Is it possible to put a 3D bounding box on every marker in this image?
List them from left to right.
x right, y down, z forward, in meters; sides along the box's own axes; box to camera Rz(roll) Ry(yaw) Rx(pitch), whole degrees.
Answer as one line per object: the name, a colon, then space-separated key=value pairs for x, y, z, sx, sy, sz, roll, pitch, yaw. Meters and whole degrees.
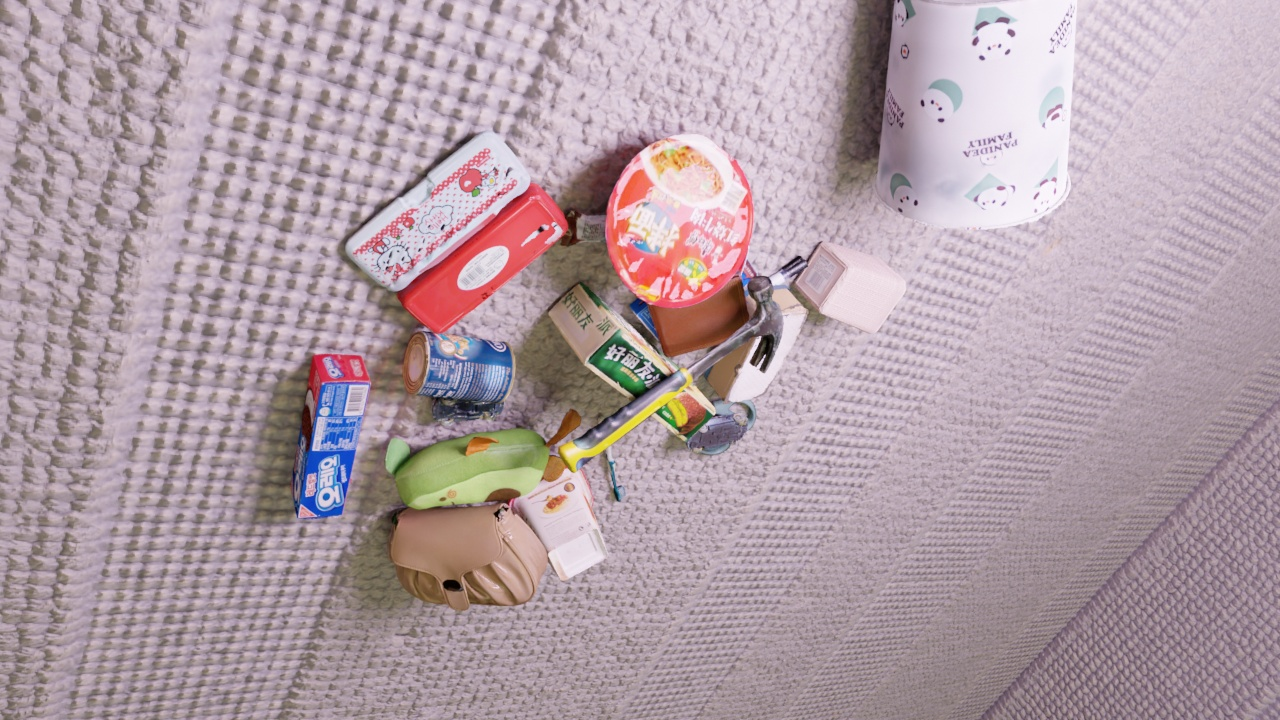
marker: x=0.169 y=-0.102 z=1.244 sx=0.130 sy=0.018 sz=0.022 roll=-31 pitch=113 yaw=-5

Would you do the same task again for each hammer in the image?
hammer: x=0.042 y=0.031 z=1.105 sx=0.323 sy=0.032 sz=0.126 roll=-35 pitch=134 yaw=-11

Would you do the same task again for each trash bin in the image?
trash bin: x=0.387 y=-0.316 z=1.053 sx=0.229 sy=0.229 sz=0.252 roll=-22 pitch=129 yaw=-14

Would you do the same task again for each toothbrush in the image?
toothbrush: x=-0.041 y=0.144 z=1.331 sx=0.018 sy=0.016 sz=0.192 roll=-30 pitch=138 yaw=-20

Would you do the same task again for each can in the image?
can: x=-0.212 y=0.008 z=1.064 sx=0.111 sy=0.075 sz=0.075 roll=8 pitch=122 yaw=-35

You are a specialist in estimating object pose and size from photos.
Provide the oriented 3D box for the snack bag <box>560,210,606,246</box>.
snack bag: x=-0.041 y=-0.153 z=1.063 sx=0.105 sy=0.026 sz=0.045 roll=-6 pitch=130 yaw=-27

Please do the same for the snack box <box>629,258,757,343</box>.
snack box: x=0.070 y=-0.090 z=1.185 sx=0.157 sy=0.026 sz=0.084 roll=-39 pitch=135 yaw=4

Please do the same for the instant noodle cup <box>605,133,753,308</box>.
instant noodle cup: x=0.034 y=-0.160 z=1.047 sx=0.193 sy=0.066 sz=0.194 roll=-9 pitch=109 yaw=-26

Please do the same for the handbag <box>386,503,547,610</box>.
handbag: x=-0.231 y=0.259 z=1.199 sx=0.205 sy=0.099 sz=0.148 roll=-6 pitch=122 yaw=20

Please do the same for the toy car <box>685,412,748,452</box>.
toy car: x=0.110 y=0.104 z=1.349 sx=0.105 sy=0.031 sz=0.049 roll=-10 pitch=130 yaw=-27

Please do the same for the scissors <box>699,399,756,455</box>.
scissors: x=0.096 y=0.092 z=1.367 sx=0.179 sy=0.019 sz=0.139 roll=25 pitch=112 yaw=-44

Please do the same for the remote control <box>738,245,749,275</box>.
remote control: x=0.067 y=-0.133 z=1.125 sx=0.136 sy=0.020 sz=0.056 roll=10 pitch=112 yaw=-20

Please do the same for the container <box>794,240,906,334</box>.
container: x=0.285 y=-0.103 z=1.264 sx=0.110 sy=0.090 sz=0.090 roll=14 pitch=119 yaw=-36

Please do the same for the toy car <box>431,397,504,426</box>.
toy car: x=-0.213 y=0.053 z=1.132 sx=0.090 sy=0.034 sz=0.043 roll=-8 pitch=133 yaw=-24

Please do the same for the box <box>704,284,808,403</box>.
box: x=0.159 y=-0.025 z=1.260 sx=0.089 sy=0.059 sz=0.185 roll=-7 pitch=135 yaw=-35

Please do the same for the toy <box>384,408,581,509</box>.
toy: x=-0.196 y=0.135 z=1.168 sx=0.246 sy=0.090 sz=0.228 roll=-10 pitch=153 yaw=-21

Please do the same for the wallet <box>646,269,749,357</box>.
wallet: x=0.075 y=-0.060 z=1.157 sx=0.124 sy=0.032 sz=0.101 roll=-16 pitch=135 yaw=3

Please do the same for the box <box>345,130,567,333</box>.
box: x=-0.192 y=-0.132 z=0.981 sx=0.201 sy=0.038 sz=0.158 roll=-38 pitch=136 yaw=5

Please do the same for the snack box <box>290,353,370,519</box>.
snack box: x=-0.360 y=0.092 z=1.058 sx=0.057 sy=0.058 sz=0.208 roll=0 pitch=126 yaw=-32

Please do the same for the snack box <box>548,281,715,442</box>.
snack box: x=-0.007 y=0.007 z=1.159 sx=0.063 sy=0.114 sz=0.240 roll=-45 pitch=136 yaw=6

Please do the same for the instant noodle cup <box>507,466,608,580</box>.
instant noodle cup: x=-0.109 y=0.227 z=1.282 sx=0.116 sy=0.124 sz=0.116 roll=-27 pitch=136 yaw=-10
